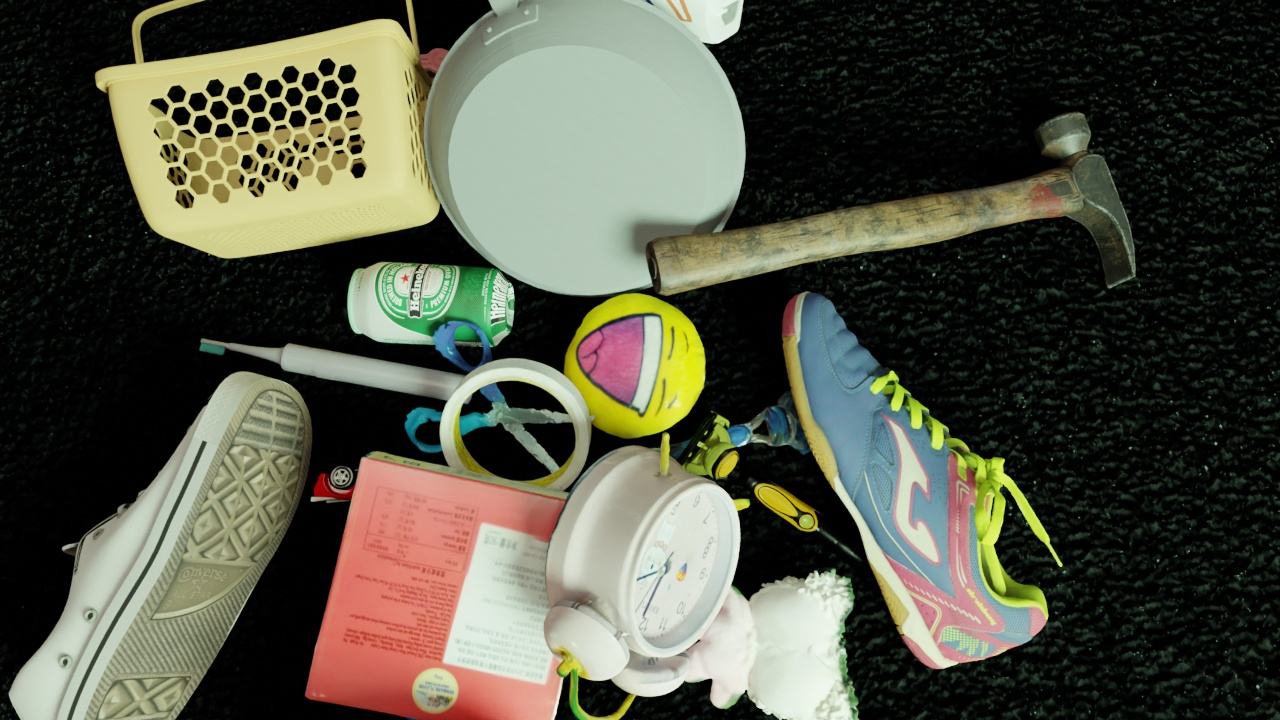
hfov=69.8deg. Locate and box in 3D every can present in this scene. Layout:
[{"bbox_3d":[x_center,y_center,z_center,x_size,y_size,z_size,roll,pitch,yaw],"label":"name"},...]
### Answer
[{"bbox_3d":[-0.136,-0.037,0.605,0.101,0.053,0.053,3,77,2],"label":"can"}]

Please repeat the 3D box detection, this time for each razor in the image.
[{"bbox_3d":[0.091,0.090,0.578,0.144,0.021,0.044,35,98,-2],"label":"razor"},{"bbox_3d":[0.047,0.055,0.597,0.141,0.018,0.044,-15,77,-2],"label":"razor"}]

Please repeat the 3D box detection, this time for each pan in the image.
[{"bbox_3d":[-0.068,-0.183,0.529,0.201,0.050,0.357,-19,120,16],"label":"pan"}]

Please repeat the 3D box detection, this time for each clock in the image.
[{"bbox_3d":[-0.001,0.128,0.524,0.059,0.117,0.157,12,70,39],"label":"clock"}]

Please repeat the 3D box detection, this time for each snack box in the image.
[{"bbox_3d":[-0.108,0.139,0.545,0.142,0.040,0.145,13,88,-7],"label":"snack box"}]

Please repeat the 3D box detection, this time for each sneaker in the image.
[{"bbox_3d":[-0.298,0.115,0.564,0.097,0.091,0.245,19,79,21],"label":"sneaker"},{"bbox_3d":[0.167,0.058,0.558,0.091,0.116,0.241,-28,80,24],"label":"sneaker"}]

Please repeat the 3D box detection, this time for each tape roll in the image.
[{"bbox_3d":[-0.078,0.045,0.578,0.094,0.019,0.094,1,110,2],"label":"tape roll"}]

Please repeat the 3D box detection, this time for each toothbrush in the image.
[{"bbox_3d":[-0.205,0.004,0.615,0.188,0.018,0.019,10,75,4],"label":"toothbrush"}]

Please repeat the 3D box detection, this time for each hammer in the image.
[{"bbox_3d":[0.164,-0.079,0.582,0.330,0.033,0.120,-12,77,-15],"label":"hammer"}]

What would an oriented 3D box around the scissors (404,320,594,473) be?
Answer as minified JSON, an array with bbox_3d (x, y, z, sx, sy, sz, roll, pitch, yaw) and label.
[{"bbox_3d":[-0.092,0.025,0.588,0.129,0.014,0.119,5,110,8],"label":"scissors"}]

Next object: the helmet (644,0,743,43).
[{"bbox_3d":[-0.034,-0.341,0.583,0.314,0.230,0.236,33,109,6],"label":"helmet"}]

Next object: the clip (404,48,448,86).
[{"bbox_3d":[-0.165,-0.207,0.666,0.059,0.045,0.023,-8,77,-34],"label":"clip"}]

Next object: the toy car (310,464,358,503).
[{"bbox_3d":[-0.159,0.083,0.585,0.089,0.038,0.025,6,80,3],"label":"toy car"}]

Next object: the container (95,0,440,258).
[{"bbox_3d":[-0.229,-0.166,0.597,0.183,0.129,0.167,-10,86,1],"label":"container"}]

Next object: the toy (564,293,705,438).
[{"bbox_3d":[-0.004,0.003,0.599,0.094,0.041,0.095,10,84,8],"label":"toy"}]

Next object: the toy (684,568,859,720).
[{"bbox_3d":[0.078,0.174,0.559,0.109,0.041,0.095,-1,77,15],"label":"toy"}]

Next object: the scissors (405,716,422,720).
[{"bbox_3d":[-0.114,0.167,0.580,0.130,0.014,0.125,39,80,4],"label":"scissors"}]
